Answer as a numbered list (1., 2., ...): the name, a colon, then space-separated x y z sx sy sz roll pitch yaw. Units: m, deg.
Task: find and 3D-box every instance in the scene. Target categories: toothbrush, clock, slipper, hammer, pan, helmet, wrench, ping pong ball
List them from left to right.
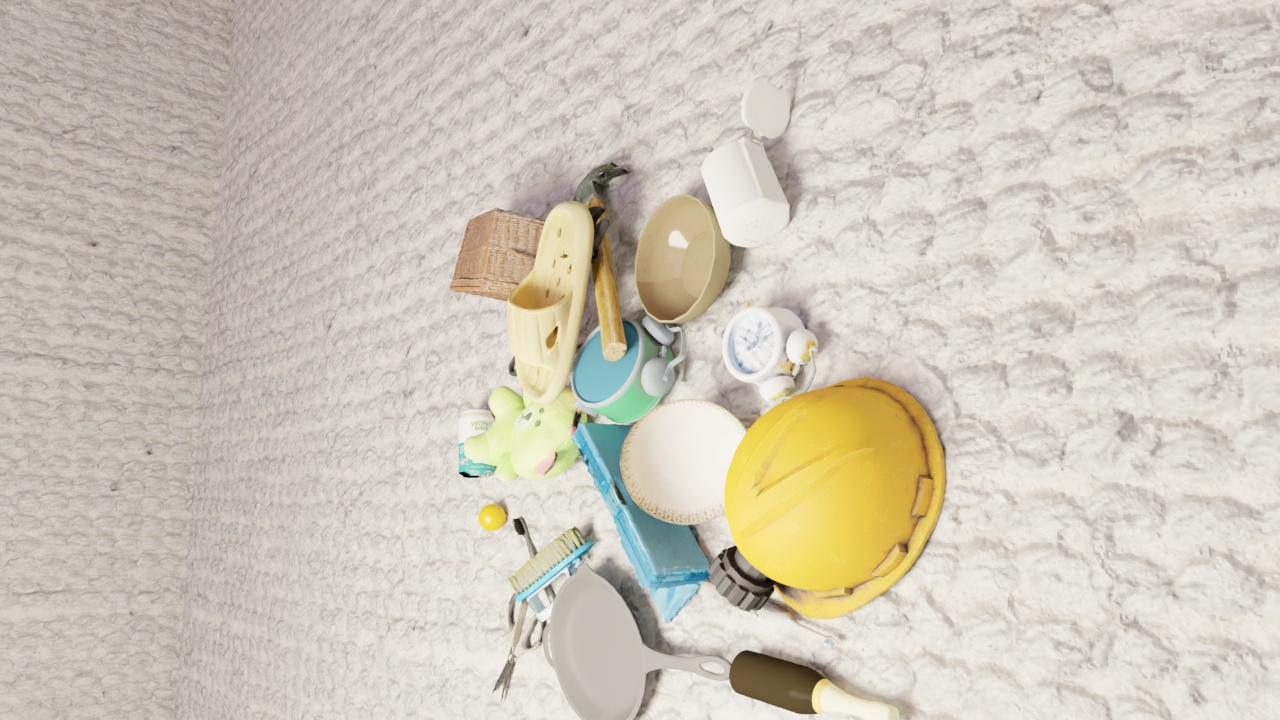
1. ping pong ball: -0.221 0.234 1.366 0.040 0.040 0.040 -12 74 48
2. toothbrush: -0.145 0.287 1.290 0.013 0.013 0.167 -54 49 28
3. slipper: -0.127 -0.075 1.151 0.111 0.079 0.261 26 106 50
4. wrench: -0.112 -0.085 1.207 0.274 0.018 0.073 -57 40 26
5. hammer: -0.049 -0.132 1.182 0.132 0.033 0.329 -44 38 33
6. pan: -0.010 0.349 1.091 0.356 0.024 0.216 -14 80 50
7. clock: -0.007 0.007 1.126 0.162 0.075 0.121 -24 51 34
8. toothbrush: 0.133 0.262 0.956 0.186 0.024 0.022 10 132 50
9. clock: 0.141 -0.008 0.975 0.125 0.051 0.089 44 116 41
10. helmet: 0.152 0.128 0.875 0.256 0.131 0.205 -59 44 23

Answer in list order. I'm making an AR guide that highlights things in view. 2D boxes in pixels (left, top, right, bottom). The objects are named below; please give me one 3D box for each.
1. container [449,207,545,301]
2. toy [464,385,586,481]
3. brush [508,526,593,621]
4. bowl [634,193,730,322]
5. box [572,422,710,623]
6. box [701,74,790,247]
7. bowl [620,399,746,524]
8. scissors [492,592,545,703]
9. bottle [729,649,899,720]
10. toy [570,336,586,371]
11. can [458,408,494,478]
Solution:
1. container: -0.189 -0.143 1.307 0.199 0.113 0.112 7 87 66
2. toy: -0.143 0.102 1.260 0.197 0.107 0.150 10 67 41
3. brush: -0.106 0.281 1.211 0.136 0.055 0.075 -43 78 28
4. bowl: 0.058 -0.117 1.086 0.153 0.050 0.152 -12 75 53
5. box: -0.019 0.193 1.098 0.112 0.094 0.231 -57 46 30
6. box: 0.128 -0.217 1.008 0.137 0.084 0.146 -48 49 42
7. bowl: 0.051 0.106 1.025 0.063 0.145 0.145 -88 15 -79
8. scissors: -0.181 0.406 1.310 0.165 0.012 0.150 -42 53 39
9. bottle: 0.167 0.321 0.886 0.185 0.045 0.045 -3 81 50
10. toy: -0.118 -0.004 1.269 0.053 0.099 0.096 62 168 -13
11. can: -0.252 0.128 1.411 0.055 0.054 0.101 -17 71 47
